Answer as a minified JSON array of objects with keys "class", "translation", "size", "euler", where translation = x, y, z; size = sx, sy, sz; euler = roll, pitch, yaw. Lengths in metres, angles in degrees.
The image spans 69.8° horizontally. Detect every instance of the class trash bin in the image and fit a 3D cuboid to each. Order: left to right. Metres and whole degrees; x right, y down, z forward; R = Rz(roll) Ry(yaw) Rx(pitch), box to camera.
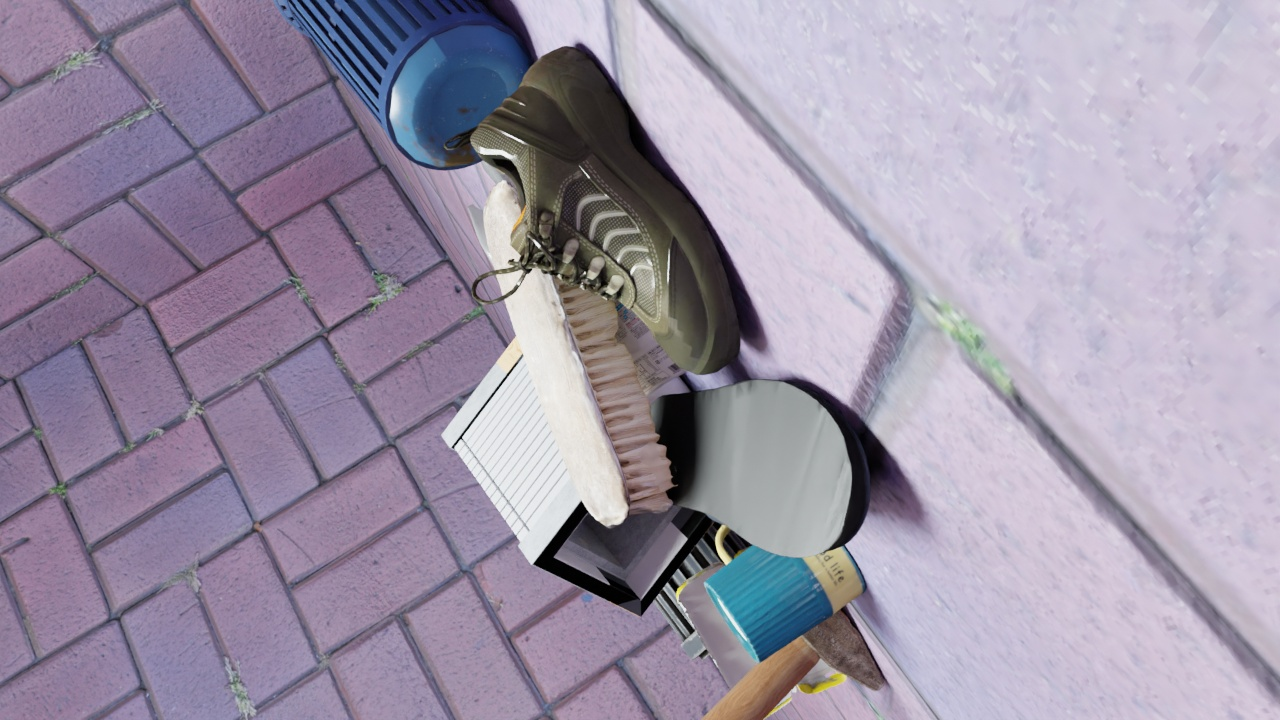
[{"class":"trash bin","translation":[-0.198,-0.273,0.764],"size":[0.249,0.139,0.139],"euler":[49,168,31]},{"class":"trash bin","translation":[-0.061,0.100,0.897],"size":[0.142,0.142,0.247],"euler":[37,-179,-37]},{"class":"trash bin","translation":[0.046,0.207,1.040],"size":[0.227,0.164,0.164],"euler":[51,169,17]}]

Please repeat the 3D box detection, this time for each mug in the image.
[{"class":"mug","translation":[0.109,0.176,0.764],"size":[0.113,0.107,0.083],"euler":[52,171,30]}]

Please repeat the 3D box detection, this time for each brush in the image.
[{"class":"brush","translation":[-0.049,-0.008,0.685],"size":[0.083,0.056,0.271],"euler":[-32,78,60]}]

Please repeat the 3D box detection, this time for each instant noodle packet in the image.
[{"class":"instant noodle packet","translation":[-0.009,-0.010,0.717],"size":[0.087,0.026,0.135],"euler":[50,145,-4]}]

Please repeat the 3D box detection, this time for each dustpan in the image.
[{"class":"dustpan","translation":[-0.128,-0.081,1.013],"size":[0.163,0.033,0.257],"euler":[61,178,-25]}]

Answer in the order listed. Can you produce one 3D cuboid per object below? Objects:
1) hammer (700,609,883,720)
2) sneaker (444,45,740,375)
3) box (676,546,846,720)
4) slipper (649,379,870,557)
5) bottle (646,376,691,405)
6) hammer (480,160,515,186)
[{"class":"hammer","translation":[0.083,0.343,0.850],"size":[0.158,0.300,0.037],"euler":[48,174,-20]},{"class":"sneaker","translation":[-0.041,-0.073,0.599],"size":[0.238,0.142,0.101],"euler":[57,170,-2]},{"class":"box","translation":[0.130,0.279,0.939],"size":[0.210,0.129,0.034],"euler":[62,-178,-26]},{"class":"slipper","translation":[0.089,0.071,0.647],"size":[0.266,0.083,0.109],"euler":[-2,80,65]},{"class":"bottle","translation":[-0.005,0.005,0.889],"size":[0.146,0.051,0.051],"euler":[49,172,-12]},{"class":"hammer","translation":[-0.121,-0.114,0.998],"size":[0.119,0.030,0.332],"euler":[53,167,23]}]
